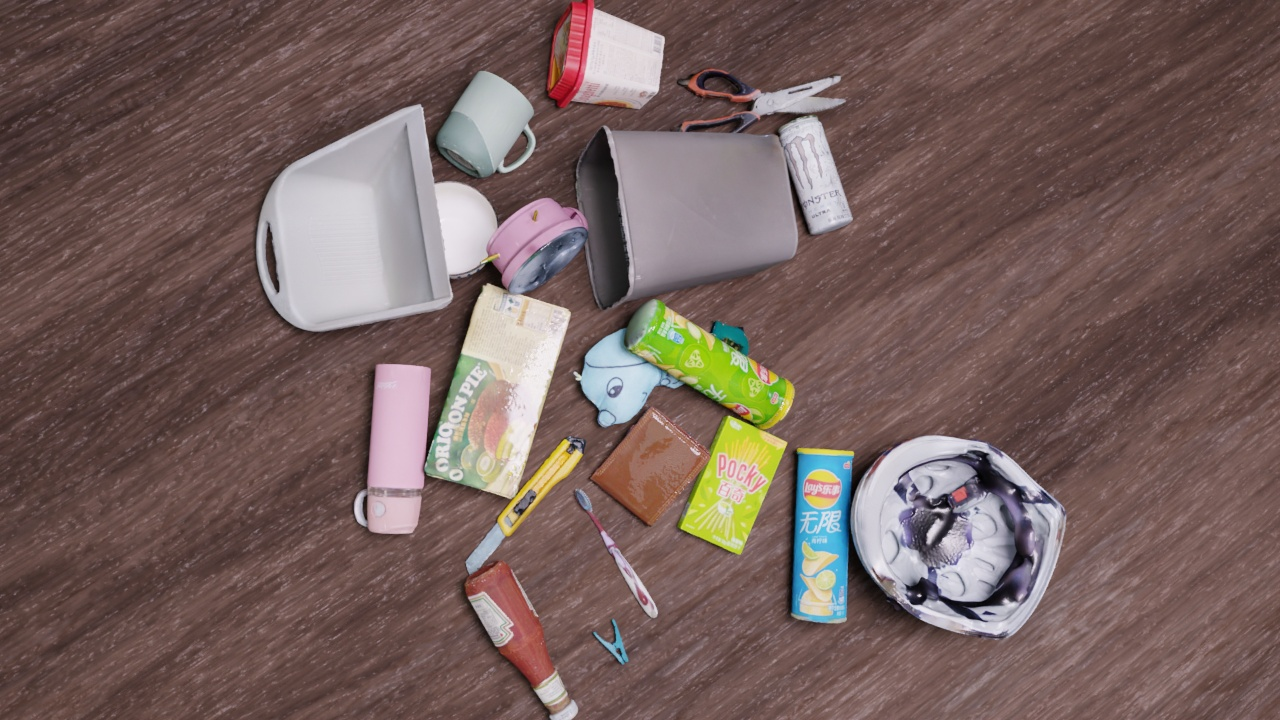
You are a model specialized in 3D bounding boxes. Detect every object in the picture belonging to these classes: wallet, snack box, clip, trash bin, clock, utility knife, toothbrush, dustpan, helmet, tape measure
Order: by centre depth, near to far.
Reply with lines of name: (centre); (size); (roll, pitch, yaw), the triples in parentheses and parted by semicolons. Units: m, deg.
dustpan: (-0.341, -0.142, 1.045); (0.142, 0.258, 0.222); (-8, 86, -32)
clock: (-0.118, -0.137, 1.091); (0.117, 0.158, 0.060); (-42, 81, 15)
trash bin: (0.052, -0.176, 1.109); (0.219, 0.199, 0.199); (-9, 88, -16)
snack box: (-0.171, 0.038, 1.115); (0.114, 0.063, 0.240); (16, 83, -6)
utility knife: (-0.142, 0.178, 1.131); (0.033, 0.015, 0.218); (40, 82, 0)
clip: (-0.033, 0.350, 1.133); (0.034, 0.013, 0.055); (-34, 91, -8)
helmet: (0.370, 0.210, 1.134); (0.258, 0.146, 0.229); (26, 81, 1)
toothbrush: (-0.030, 0.240, 1.140); (0.016, 0.017, 0.187); (-32, 89, -9)
wallet: (0.012, 0.131, 1.142); (0.101, 0.032, 0.124); (40, 92, -3)
snack box: (0.116, 0.157, 1.163); (0.086, 0.026, 0.156); (25, 82, -6)
tape measure: (0.112, -0.019, 1.178); (0.054, 0.025, 0.058); (15, 84, -5)

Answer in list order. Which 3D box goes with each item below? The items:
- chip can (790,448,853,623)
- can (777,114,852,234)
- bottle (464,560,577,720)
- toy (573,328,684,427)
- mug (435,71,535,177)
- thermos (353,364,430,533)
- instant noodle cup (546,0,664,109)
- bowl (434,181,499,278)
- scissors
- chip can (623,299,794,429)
chip can: (0.227, 0.217, 1.151); (0.071, 0.071, 0.210); (4, 85, -8)
can: (0.227, -0.240, 1.196); (0.058, 0.058, 0.146); (-17, 88, -9)
bottle: (-0.138, 0.339, 1.097); (0.059, 0.060, 0.206); (-30, 92, -9)
toy: (-0.007, 0.007, 1.147); (0.156, 0.050, 0.161); (8, 87, -15)
mug: (-0.185, -0.280, 1.138); (0.111, 0.082, 0.106); (37, 79, -35)
thermos: (-0.298, 0.105, 1.096); (0.087, 0.067, 0.198); (2, 86, 24)
instant noodle cup: (-0.043, -0.374, 1.150); (0.124, 0.116, 0.116); (9, 84, -18)
bowl: (-0.231, -0.154, 1.122); (0.116, 0.066, 0.116); (1, 84, -8)
scissors: (0.145, -0.337, 1.184); (0.213, 0.015, 0.197); (41, 93, 15)
chip can: (0.083, 0.005, 1.122); (0.221, 0.073, 0.072); (30, 81, -20)
